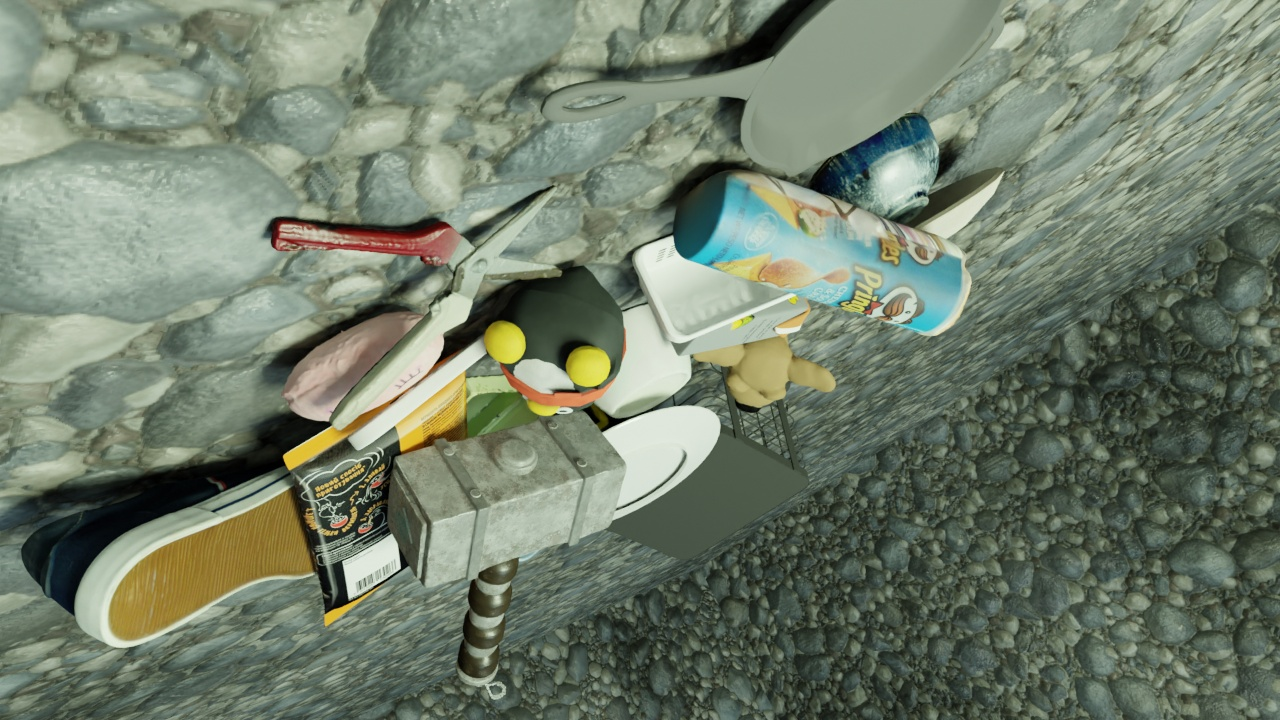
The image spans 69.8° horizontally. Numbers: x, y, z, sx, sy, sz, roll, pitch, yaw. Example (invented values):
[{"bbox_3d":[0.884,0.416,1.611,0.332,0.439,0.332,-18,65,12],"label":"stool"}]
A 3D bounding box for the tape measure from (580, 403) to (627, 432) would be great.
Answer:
[{"bbox_3d":[-0.044,0.050,0.915,0.038,0.062,0.067,-34,163,18],"label":"tape measure"}]

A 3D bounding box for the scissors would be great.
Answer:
[{"bbox_3d":[-0.132,-0.035,0.546,0.198,0.015,0.179,5,117,-48],"label":"scissors"}]

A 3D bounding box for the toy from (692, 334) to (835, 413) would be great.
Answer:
[{"bbox_3d":[0.118,-0.005,0.894,0.108,0.134,0.106,-74,178,-57],"label":"toy"}]

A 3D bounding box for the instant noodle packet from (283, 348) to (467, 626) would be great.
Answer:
[{"bbox_3d":[-0.199,0.106,0.741,0.159,0.032,0.221,-35,148,-36],"label":"instant noodle packet"}]

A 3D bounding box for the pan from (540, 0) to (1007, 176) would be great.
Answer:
[{"bbox_3d":[0.092,-0.178,0.547,0.353,0.024,0.217,-18,160,-31],"label":"pan"}]

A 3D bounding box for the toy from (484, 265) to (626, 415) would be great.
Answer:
[{"bbox_3d":[-0.058,-0.006,0.676,0.097,0.099,0.119,16,145,5],"label":"toy"}]

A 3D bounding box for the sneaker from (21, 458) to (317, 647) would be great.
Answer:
[{"bbox_3d":[-0.318,0.118,0.691,0.294,0.127,0.121,-13,122,-68],"label":"sneaker"}]

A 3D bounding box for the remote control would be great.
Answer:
[{"bbox_3d":[-0.154,0.019,0.663,0.136,0.013,0.043,-42,-169,-32],"label":"remote control"}]

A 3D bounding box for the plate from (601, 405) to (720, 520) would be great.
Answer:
[{"bbox_3d":[-0.011,0.114,0.894,0.208,0.015,0.209,-23,151,-13],"label":"plate"}]

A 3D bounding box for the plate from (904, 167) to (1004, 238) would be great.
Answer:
[{"bbox_3d":[0.241,-0.114,0.829,0.189,0.027,0.188,-30,-174,3],"label":"plate"}]

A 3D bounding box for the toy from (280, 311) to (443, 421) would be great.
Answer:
[{"bbox_3d":[-0.180,0.005,0.616,0.108,0.053,0.105,-29,178,-3],"label":"toy"}]

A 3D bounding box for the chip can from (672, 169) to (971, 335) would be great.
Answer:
[{"bbox_3d":[0.139,-0.082,0.683,0.229,0.079,0.080,14,142,-26],"label":"chip can"}]

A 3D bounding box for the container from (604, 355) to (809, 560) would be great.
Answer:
[{"bbox_3d":[0.061,0.111,1.071,0.162,0.130,0.242,29,126,-33],"label":"container"}]

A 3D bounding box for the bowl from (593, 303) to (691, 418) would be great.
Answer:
[{"bbox_3d":[-0.005,0.005,0.843,0.116,0.065,0.116,-26,162,-9],"label":"bowl"}]

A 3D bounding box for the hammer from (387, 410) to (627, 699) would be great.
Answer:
[{"bbox_3d":[-0.130,0.196,0.794,0.176,0.079,0.327,-13,134,-33],"label":"hammer"}]

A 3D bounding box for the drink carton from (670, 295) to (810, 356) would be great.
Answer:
[{"bbox_3d":[0.081,-0.050,0.811,0.124,0.076,0.049,-12,156,-33],"label":"drink carton"}]

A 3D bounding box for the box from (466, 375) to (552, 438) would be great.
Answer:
[{"bbox_3d":[-0.161,0.085,0.845,0.130,0.064,0.189,33,126,-21],"label":"box"}]

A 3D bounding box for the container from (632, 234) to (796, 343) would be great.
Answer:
[{"bbox_3d":[0.059,-0.065,0.733,0.129,0.080,0.050,-23,173,-17],"label":"container"}]

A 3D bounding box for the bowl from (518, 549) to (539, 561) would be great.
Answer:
[{"bbox_3d":[-0.119,0.122,0.944,0.150,0.075,0.151,-56,163,-28],"label":"bowl"}]

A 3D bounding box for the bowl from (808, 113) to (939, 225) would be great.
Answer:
[{"bbox_3d":[0.202,-0.142,0.756,0.114,0.060,0.114,-26,161,-10],"label":"bowl"}]
